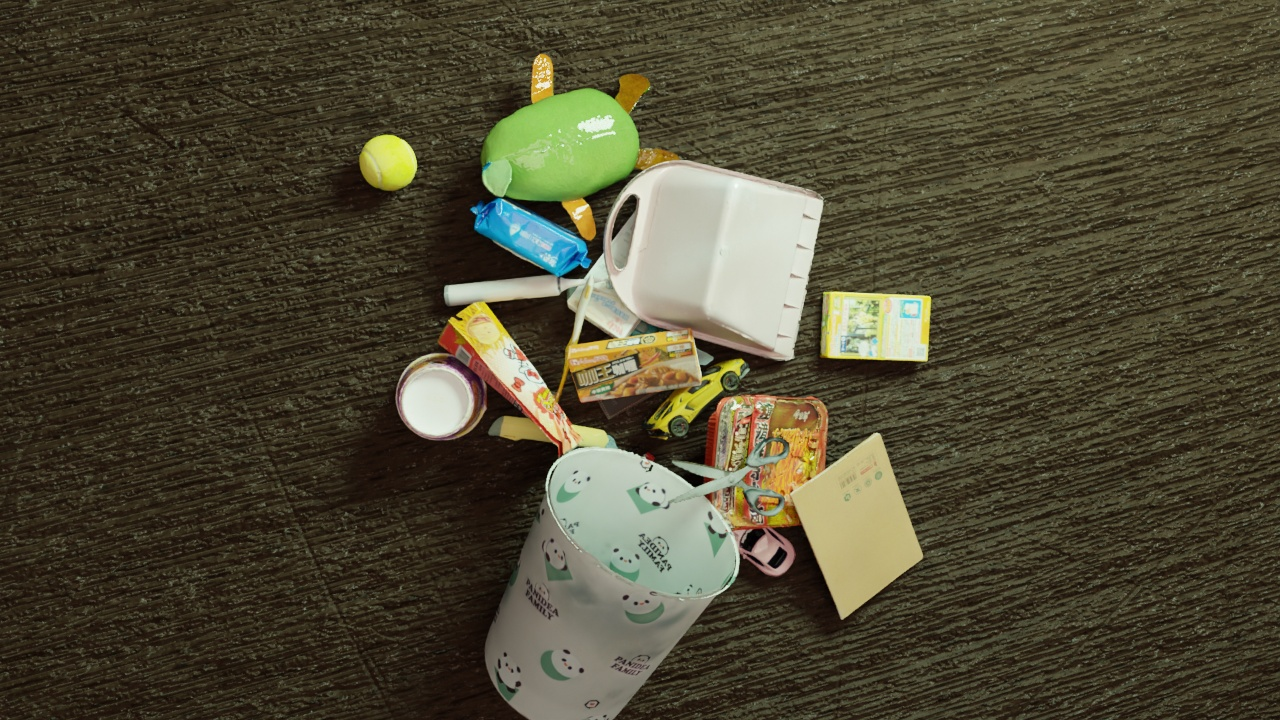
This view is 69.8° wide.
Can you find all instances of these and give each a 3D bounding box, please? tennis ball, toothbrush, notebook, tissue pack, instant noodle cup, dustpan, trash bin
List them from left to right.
[{"bbox_3d":[-0.300,-0.234,1.091,0.065,0.065,0.065,0,92,-8],"label":"tennis ball"},{"bbox_3d":[-0.240,0.045,1.094,0.111,0.099,0.111,0,90,-8],"label":"instant noodle cup"},{"bbox_3d":[-0.130,-0.148,1.105,0.157,0.095,0.052,27,100,-9],"label":"tissue pack"},{"bbox_3d":[-0.129,-0.089,1.117,0.221,0.026,0.026,-5,106,5],"label":"toothbrush"},{"bbox_3d":[-0.088,-0.019,1.124,0.018,0.016,0.192,19,112,1],"label":"toothbrush"},{"bbox_3d":[-0.048,0.266,1.041,0.229,0.229,0.252,24,116,-9],"label":"trash bin"},{"bbox_3d":[0.092,-0.134,1.141,0.273,0.139,0.222,14,89,-52],"label":"dustpan"},{"bbox_3d":[0.148,0.123,1.144,0.188,0.079,0.164,4,92,-34],"label":"instant noodle cup"},{"bbox_3d":[0.281,0.215,1.180,0.147,0.008,0.208,-32,113,-16],"label":"notebook"}]

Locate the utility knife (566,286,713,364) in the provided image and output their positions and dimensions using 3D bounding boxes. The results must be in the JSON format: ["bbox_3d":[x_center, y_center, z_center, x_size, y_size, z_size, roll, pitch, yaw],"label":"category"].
[{"bbox_3d":[-0.003,-0.043,1.147,0.205,0.013,0.029,25,81,4],"label":"utility knife"}]

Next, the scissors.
[{"bbox_3d":[0.111,0.137,1.066,0.159,0.014,0.174,-48,118,-18],"label":"scissors"}]

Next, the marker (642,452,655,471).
[{"bbox_3d":[-0.030,0.178,1.170,0.017,0.017,0.145,38,86,-8],"label":"marker"}]

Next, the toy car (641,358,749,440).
[{"bbox_3d":[0.069,0.045,1.153,0.155,0.071,0.041,-39,101,-8],"label":"toy car"}]

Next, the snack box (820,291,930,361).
[{"bbox_3d":[0.308,-0.044,1.204,0.140,0.034,0.087,2,92,-10],"label":"snack box"}]

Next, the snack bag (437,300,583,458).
[{"bbox_3d":[-0.147,0.028,1.089,0.073,0.128,0.208,-43,89,2],"label":"snack bag"}]

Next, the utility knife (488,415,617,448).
[{"bbox_3d":[-0.108,0.093,1.156,0.165,0.018,0.031,10,95,-7],"label":"utility knife"}]

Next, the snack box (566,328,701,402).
[{"bbox_3d":[-0.007,0.007,1.114,0.154,0.026,0.075,-8,130,8],"label":"snack box"}]

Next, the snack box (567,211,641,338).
[{"bbox_3d":[-0.012,-0.107,1.139,0.085,0.027,0.156,34,81,8],"label":"snack box"}]

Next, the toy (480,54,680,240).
[{"bbox_3d":[-0.082,-0.258,1.104,0.246,0.090,0.227,-17,92,-18],"label":"toy"}]

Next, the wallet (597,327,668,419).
[{"bbox_3d":[-0.011,0.006,1.167,0.122,0.020,0.096,-28,96,-4],"label":"wallet"}]

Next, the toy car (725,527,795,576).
[{"bbox_3d":[0.147,0.231,1.189,0.122,0.037,0.056,38,85,-7],"label":"toy car"}]
